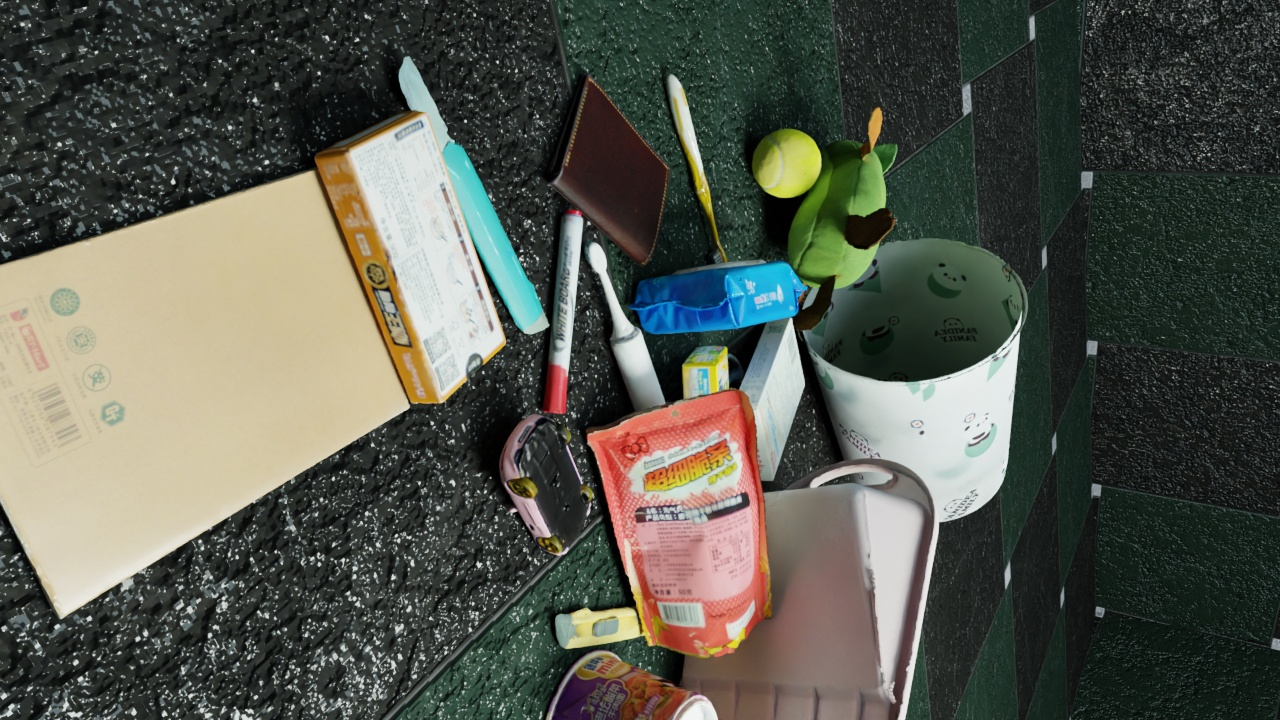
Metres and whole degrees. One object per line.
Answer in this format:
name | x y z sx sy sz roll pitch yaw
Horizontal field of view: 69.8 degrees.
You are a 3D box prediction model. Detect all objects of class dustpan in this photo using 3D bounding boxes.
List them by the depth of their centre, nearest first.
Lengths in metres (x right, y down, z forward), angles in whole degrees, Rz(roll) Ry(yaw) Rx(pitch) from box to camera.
dustpan | 0.162 0.206 0.815 0.138 0.223 0.273 23 66 -42

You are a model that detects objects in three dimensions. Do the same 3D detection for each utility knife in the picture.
utility knife | -0.103 -0.094 0.579 0.029 0.013 0.205 -54 137 -35
utility knife | -0.018 0.210 0.737 0.164 0.018 0.031 14 87 -60

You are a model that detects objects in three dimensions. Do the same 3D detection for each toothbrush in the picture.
toothbrush | -0.004 0.004 0.723 0.026 0.026 0.221 -31 122 -19
toothbrush | 0.048 -0.154 0.795 0.018 0.016 0.191 -42 128 -35

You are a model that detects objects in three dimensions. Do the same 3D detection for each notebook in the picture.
notebook | -0.207 0.002 0.442 0.207 0.008 0.148 -37 123 -48

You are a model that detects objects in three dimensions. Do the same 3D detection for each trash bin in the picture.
trash bin | 0.309 0.032 1.024 0.228 0.230 0.252 -58 142 -35

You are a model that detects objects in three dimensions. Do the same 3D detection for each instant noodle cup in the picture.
instant noodle cup | -0.002 0.282 0.689 0.111 0.099 0.111 -3 94 -56

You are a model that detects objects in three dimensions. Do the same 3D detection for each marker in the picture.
marker | -0.055 -0.035 0.653 0.017 0.017 0.145 9 86 -56

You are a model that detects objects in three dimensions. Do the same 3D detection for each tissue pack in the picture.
tissue pack | 0.069 -0.055 0.764 0.156 0.095 0.052 -13 98 -55

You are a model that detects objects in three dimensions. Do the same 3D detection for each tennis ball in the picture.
tennis ball | 0.140 -0.189 0.880 0.065 0.066 0.065 -7 99 -55

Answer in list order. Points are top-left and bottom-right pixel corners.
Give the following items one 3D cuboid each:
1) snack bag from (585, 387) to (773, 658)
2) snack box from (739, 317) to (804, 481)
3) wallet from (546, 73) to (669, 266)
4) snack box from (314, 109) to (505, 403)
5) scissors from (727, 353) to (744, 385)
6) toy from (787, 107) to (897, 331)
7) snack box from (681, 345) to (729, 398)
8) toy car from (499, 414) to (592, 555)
snack bag | 0.039 0.130 0.724 0.073 0.128 0.208 -106 -177 -71
snack box | 0.125 0.033 0.878 0.156 0.027 0.085 -59 140 -50
wallet | -0.020 -0.142 0.694 0.122 0.020 0.096 39 57 -49
snack box | -0.127 -0.058 0.529 0.075 0.026 0.154 -52 134 -51
scissors | 0.105 0.025 0.900 0.159 0.014 0.174 49 52 -49
toy | 0.198 -0.144 0.919 0.246 0.090 0.228 -72 -177 -51
snack box | 0.060 0.063 0.790 0.086 0.034 0.140 -46 135 -74
toy car | -0.067 0.086 0.633 0.056 0.037 0.122 -57 148 -32
